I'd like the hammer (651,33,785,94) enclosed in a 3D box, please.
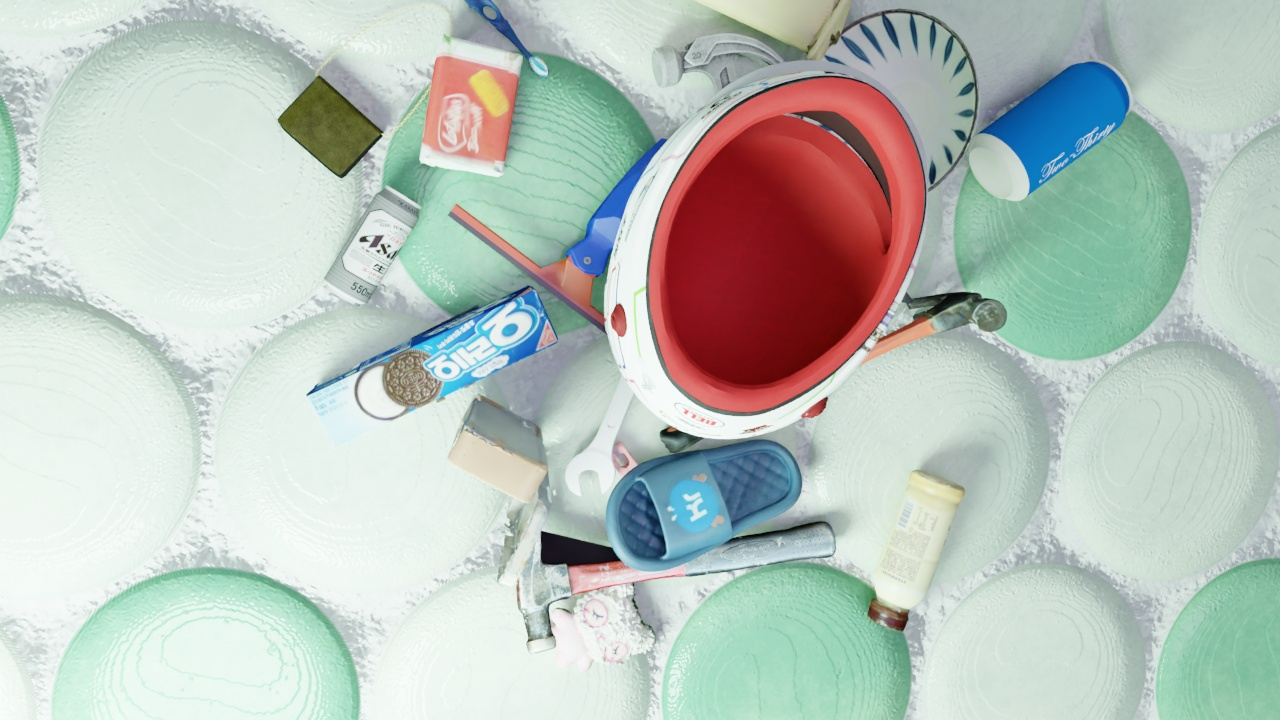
[{"bbox_3d":[0.105,-0.155,0.893,0.126,0.036,0.316,-14,99,-10],"label":"hammer"}]

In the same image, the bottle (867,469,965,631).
[{"bbox_3d":[0.280,0.197,0.947,0.056,0.056,0.162,19,93,-11],"label":"bottle"}]

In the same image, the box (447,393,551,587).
[{"bbox_3d":[-0.125,0.100,0.786,0.105,0.216,0.096,35,90,-9],"label":"box"}]

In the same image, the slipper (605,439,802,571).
[{"bbox_3d":[0.064,0.128,0.880,0.213,0.059,0.103,-17,73,-23],"label":"slipper"}]

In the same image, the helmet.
[{"bbox_3d":[0.097,-0.088,0.761,0.231,0.235,0.315,24,107,-4],"label":"helmet"}]

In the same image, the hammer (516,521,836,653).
[{"bbox_3d":[0.039,0.189,0.902,0.325,0.036,0.140,-5,72,-16],"label":"hammer"}]

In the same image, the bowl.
[{"bbox_3d":[0.245,-0.235,0.872,0.070,0.178,0.177,-12,100,-49],"label":"bowl"}]

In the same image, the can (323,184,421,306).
[{"bbox_3d":[-0.242,-0.103,0.831,0.044,0.044,0.106,32,90,-12],"label":"can"}]

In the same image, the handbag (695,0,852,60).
[{"bbox_3d":[0.096,-0.384,0.837,0.233,0.088,0.191,23,94,-8],"label":"handbag"}]

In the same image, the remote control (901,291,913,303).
[{"bbox_3d":[0.229,-0.105,0.914,0.010,0.039,0.125,-40,102,0],"label":"remote control"}]

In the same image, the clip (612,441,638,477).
[{"bbox_3d":[-0.016,0.110,0.906,0.037,0.022,0.058,-32,94,-1],"label":"clip"}]

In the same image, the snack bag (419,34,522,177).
[{"bbox_3d":[-0.154,-0.229,0.834,0.077,0.036,0.116,9,94,-17],"label":"snack bag"}]

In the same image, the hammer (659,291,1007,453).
[{"bbox_3d":[0.173,0.012,0.888,0.333,0.133,0.033,-24,101,2],"label":"hammer"}]

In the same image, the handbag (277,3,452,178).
[{"bbox_3d":[-0.239,-0.253,0.830,0.084,0.027,0.178,42,83,-13],"label":"handbag"}]

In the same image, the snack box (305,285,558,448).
[{"bbox_3d":[-0.189,0.003,0.844,0.226,0.059,0.059,-26,103,-7],"label":"snack box"}]

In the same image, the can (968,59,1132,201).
[{"bbox_3d":[0.404,-0.228,0.911,0.146,0.079,0.079,-36,101,-4],"label":"can"}]

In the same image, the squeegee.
[{"bbox_3d":[-0.022,-0.134,0.861,0.249,0.055,0.184,37,78,-11],"label":"squeegee"}]

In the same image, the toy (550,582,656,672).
[{"bbox_3d":[-0.044,0.268,0.909,0.109,0.041,0.096,-24,100,-2],"label":"toy"}]

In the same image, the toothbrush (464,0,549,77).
[{"bbox_3d":[-0.131,-0.311,0.842,0.132,0.016,0.021,45,84,-12],"label":"toothbrush"}]

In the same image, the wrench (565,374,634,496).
[{"bbox_3d":[-0.005,0.005,0.891,0.047,0.009,0.273,22,89,5],"label":"wrench"}]
